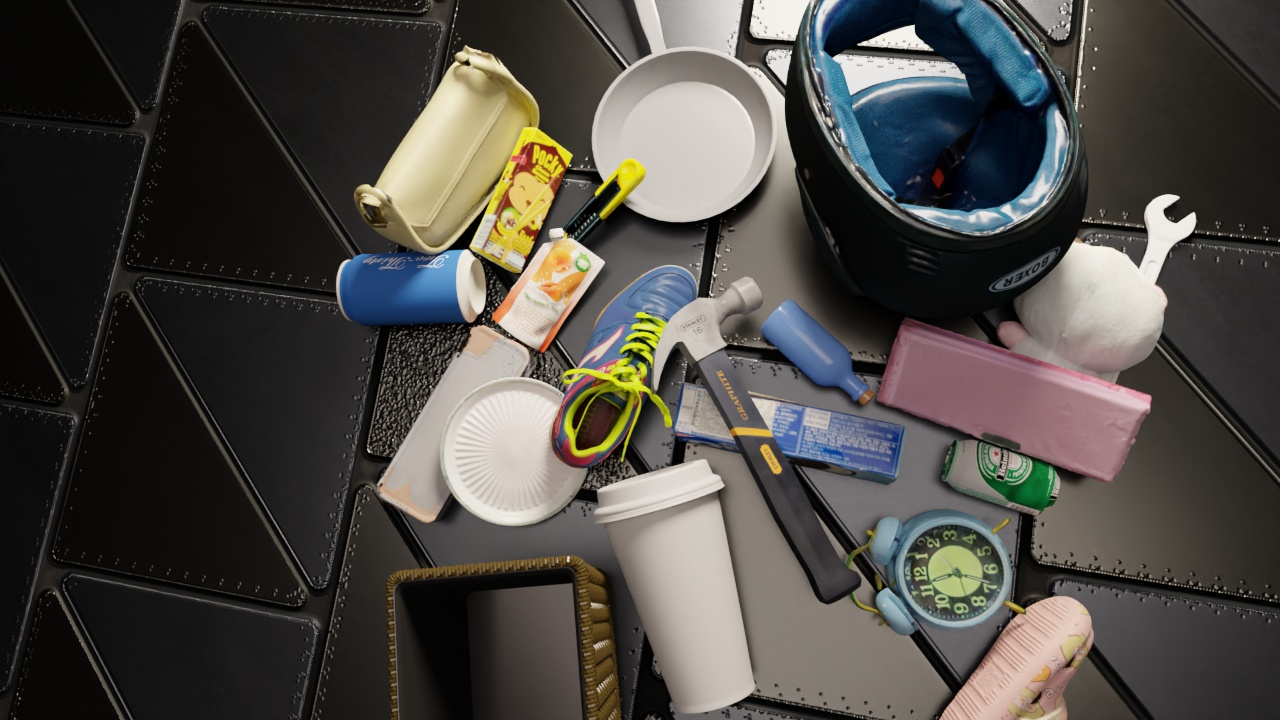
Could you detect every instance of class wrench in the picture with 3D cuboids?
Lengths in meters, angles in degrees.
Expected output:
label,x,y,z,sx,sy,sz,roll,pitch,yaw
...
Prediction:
label,x,y,z,sx,sy,sz,roll,pitch,yaw
wrench,0.492,-0.042,0.923,0.047,0.009,0.273,23,84,12

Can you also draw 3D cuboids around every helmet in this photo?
label,x,y,z,sx,sy,sz,roll,pitch,yaw
helmet,0.262,-0.188,0.867,0.249,0.236,0.316,-31,75,2

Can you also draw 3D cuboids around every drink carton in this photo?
label,x,y,z,sx,sy,sz,roll,pitch,yaw
drink carton,-0.099,-0.077,0.992,0.069,0.039,0.122,35,95,-12

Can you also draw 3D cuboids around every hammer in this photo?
label,x,y,z,sx,sy,sz,roll,pitch,yaw
hammer,0.120,0.082,0.878,0.139,0.035,0.312,-28,81,-10

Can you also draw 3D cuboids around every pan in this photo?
label,x,y,z,sx,sy,sz,roll,pitch,yaw
pan,0.028,-0.319,1.019,0.201,0.051,0.356,-16,78,6

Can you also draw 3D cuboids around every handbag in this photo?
label,x,y,z,sx,sy,sz,roll,pitch,yaw
handbag,-0.208,-0.219,0.965,0.088,0.191,0.232,28,77,10

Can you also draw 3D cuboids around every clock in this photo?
label,x,y,z,sx,sy,sz,roll,pitch,yaw
clock,0.281,0.205,0.887,0.162,0.060,0.118,-11,80,11

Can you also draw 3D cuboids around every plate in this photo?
label,x,y,z,sx,sy,sz,roll,pitch,yaw
plate,-0.131,0.095,0.966,0.157,0.014,0.157,0,91,-12

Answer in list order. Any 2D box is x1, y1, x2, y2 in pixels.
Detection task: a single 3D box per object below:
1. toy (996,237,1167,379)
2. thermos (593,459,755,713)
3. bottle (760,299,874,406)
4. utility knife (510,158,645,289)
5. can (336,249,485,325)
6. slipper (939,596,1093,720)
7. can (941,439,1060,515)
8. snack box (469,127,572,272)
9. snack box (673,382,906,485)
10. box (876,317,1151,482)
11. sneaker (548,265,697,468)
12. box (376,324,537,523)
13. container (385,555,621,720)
label,x,y,z,sx,sy,sz,roll,pitch,yaw
toy,0.416,-0.026,0.893,0.139,0.101,0.180,38,109,25
thermos,0.041,0.218,0.894,0.131,0.131,0.222,-16,86,5
bottle,0.186,-0.003,0.942,0.131,0.048,0.048,44,89,13
utility knife,-0.074,-0.136,1.000,0.213,0.020,0.029,-45,75,15
can,-0.249,-0.079,1.005,0.146,0.079,0.079,-1,80,8
slipper,0.356,0.311,0.845,0.081,0.093,0.197,41,89,2
can,0.351,0.113,0.895,0.101,0.053,0.053,18,83,11
snack box,-0.131,-0.177,1.013,0.026,0.061,0.149,18,82,45
snack box,0.149,0.074,0.930,0.226,0.059,0.059,11,79,9
box,0.353,0.036,0.885,0.233,0.037,0.098,19,116,20
sneaker,-0.006,0.005,0.938,0.116,0.091,0.241,31,80,-5
box,-0.198,0.067,0.987,0.081,0.063,0.216,31,86,1
container,-0.105,0.347,0.844,0.176,0.205,0.320,-7,79,7
